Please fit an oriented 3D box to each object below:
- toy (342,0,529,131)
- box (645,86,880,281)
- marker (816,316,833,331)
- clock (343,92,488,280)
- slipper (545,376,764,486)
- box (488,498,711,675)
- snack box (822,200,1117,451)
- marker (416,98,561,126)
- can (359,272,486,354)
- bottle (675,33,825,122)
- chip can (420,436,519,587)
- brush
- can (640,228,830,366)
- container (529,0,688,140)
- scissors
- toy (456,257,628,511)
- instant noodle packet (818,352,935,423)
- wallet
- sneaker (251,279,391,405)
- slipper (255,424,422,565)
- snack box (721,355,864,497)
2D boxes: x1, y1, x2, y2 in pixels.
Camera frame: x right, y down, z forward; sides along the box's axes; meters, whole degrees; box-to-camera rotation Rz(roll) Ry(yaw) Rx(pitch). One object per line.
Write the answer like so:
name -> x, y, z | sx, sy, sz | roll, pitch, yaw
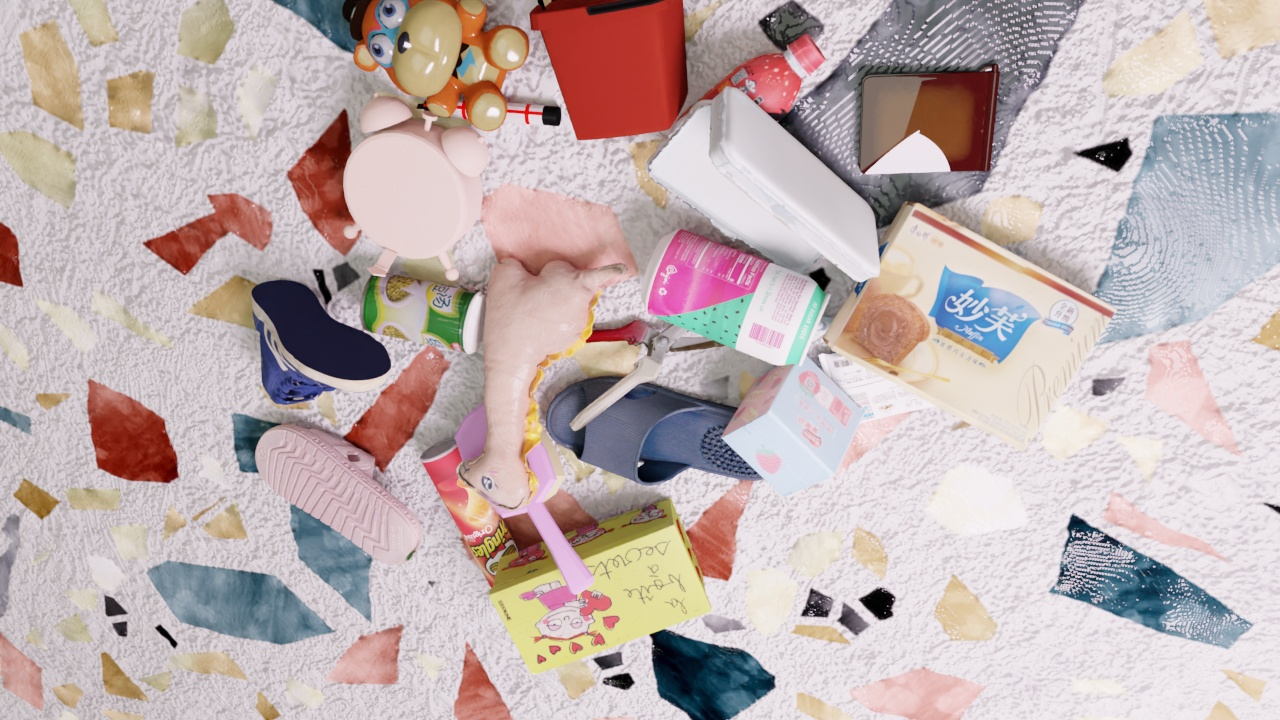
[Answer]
toy -> -0.190, -0.289, 0.847 | 0.176, 0.096, 0.112 | 29, 115, 11
box -> 0.119, -0.132, 0.796 | 0.211, 0.105, 0.130 | 27, 125, -26
marker -> 0.156, -0.040, 0.916 | 0.146, 0.017, 0.017 | 8, 115, 10
clock -> -0.229, -0.168, 0.909 | 0.131, 0.086, 0.161 | 23, 115, 2
slipper -> 0.022, 0.084, 0.967 | 0.264, 0.082, 0.101 | 9, 113, 8
box -> -0.043, 0.252, 1.032 | 0.221, 0.082, 0.124 | -18, 109, 7
snack box -> 0.298, -0.032, 0.847 | 0.207, 0.055, 0.153 | 28, 103, 0
marker -> -0.149, -0.243, 0.892 | 0.146, 0.019, 0.019 | 7, 115, 10
can -> -0.226, -0.051, 0.969 | 0.121, 0.067, 0.067 | 12, 116, 7
bottle -> 0.100, -0.233, 0.816 | 0.138, 0.061, 0.062 | -35, 102, 25
chip can -> -0.188, 0.193, 1.079 | 0.052, 0.051, 0.215 | -18, 109, 19
brush -> -0.115, 0.147, 0.995 | 0.089, 0.043, 0.228 | -37, 77, 13
can -> 0.089, -0.059, 0.873 | 0.166, 0.088, 0.088 | 22, 117, 10
container -> -0.027, -0.302, 0.767 | 0.127, 0.147, 0.201 | -3, 122, 15
scissors -> -0.014, -0.001, 0.949 | 0.197, 0.015, 0.179 | 21, 84, 22
toy -> -0.105, 0.025, 0.939 | 0.196, 0.065, 0.264 | 0, 89, 25
instant noodle packet -> 0.255, 0.016, 0.913 | 0.134, 0.026, 0.087 | -16, 109, 19
wallet -> 0.255, -0.213, 0.817 | 0.116, 0.018, 0.091 | 0, 113, 9
sneaker -> -0.346, 0.016, 0.975 | 0.233, 0.091, 0.119 | 33, 126, 35
slipper -> -0.349, 0.149, 1.091 | 0.239, 0.064, 0.094 | 33, 114, 12
snack box -> 0.151, 0.064, 0.909 | 0.093, 0.094, 0.080 | 43, 140, -9
